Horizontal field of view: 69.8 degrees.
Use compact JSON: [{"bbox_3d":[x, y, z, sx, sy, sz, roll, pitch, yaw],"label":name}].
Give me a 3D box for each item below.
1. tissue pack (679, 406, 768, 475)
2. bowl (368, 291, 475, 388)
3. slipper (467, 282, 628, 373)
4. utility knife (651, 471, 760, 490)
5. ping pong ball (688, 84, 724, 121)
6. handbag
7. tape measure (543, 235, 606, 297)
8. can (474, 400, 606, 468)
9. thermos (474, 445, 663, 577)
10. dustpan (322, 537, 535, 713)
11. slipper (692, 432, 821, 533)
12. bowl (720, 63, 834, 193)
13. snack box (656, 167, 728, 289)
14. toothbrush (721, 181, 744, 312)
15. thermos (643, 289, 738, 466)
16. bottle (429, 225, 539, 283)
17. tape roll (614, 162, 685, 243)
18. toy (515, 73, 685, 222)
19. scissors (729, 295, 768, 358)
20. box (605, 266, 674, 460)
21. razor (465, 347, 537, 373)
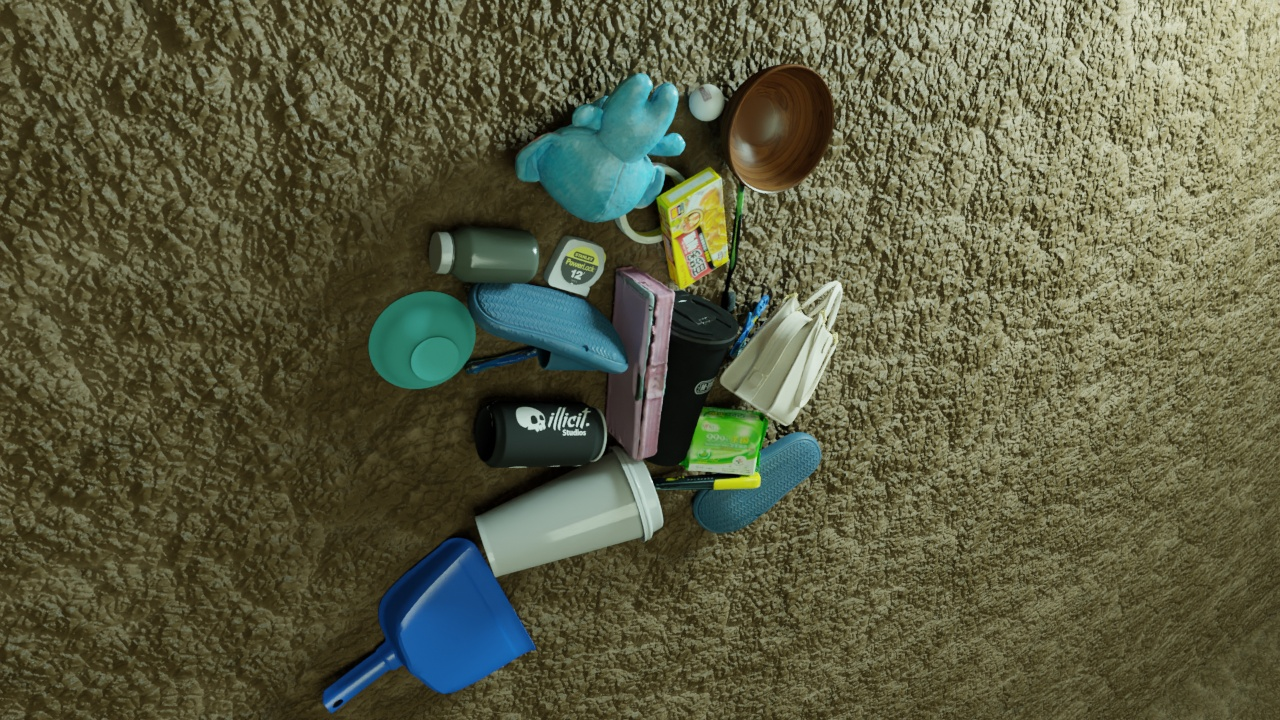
[{"bbox_3d":[0.115,0.113,1.281,0.114,0.034,0.100,4,119,-3],"label":"tissue pack"},{"bbox_3d":[-0.234,-0.011,1.015,0.121,0.046,0.121,-14,124,-23],"label":"bowl"},{"bbox_3d":[-0.106,-0.037,1.053,0.213,0.103,0.059,19,132,-33],"label":"slipper"},{"bbox_3d":[0.072,0.172,1.289,0.197,0.028,0.020,-2,107,-11],"label":"utility knife"},{"bbox_3d":[0.075,-0.291,1.035,0.040,0.040,0.040,-15,124,-23],"label":"ping pong ball"},{"bbox_3d":[0.205,-0.021,1.206,0.198,0.101,0.194,-56,161,2],"label":"handbag"},{"bbox_3d":[-0.074,-0.110,1.070,0.064,0.017,0.065,14,109,-36],"label":"tape measure"},{"bbox_3d":[-0.121,0.090,1.119,0.145,0.080,0.080,3,116,-32],"label":"can"},{"bbox_3d":[-0.094,0.201,1.182,0.221,0.131,0.132,-19,126,-11],"label":"thermos"},{"bbox_3d":[-0.292,0.380,1.205,0.257,0.059,0.246,-36,130,-21],"label":"dustpan"},{"bbox_3d":[0.167,0.173,1.357,0.214,0.059,0.104,-36,119,7],"label":"slipper"},{"bbox_3d":[0.146,-0.275,1.069,0.147,0.069,0.147,-15,123,-24],"label":"bowl"},{"bbox_3d":[0.064,-0.154,1.090,0.075,0.025,0.152,-32,149,-11],"label":"snack box"},{"bbox_3d":[0.121,-0.144,1.168,0.017,0.014,0.188,-19,126,-36],"label":"toothbrush"},{"bbox_3d":[0.049,0.028,1.177,0.105,0.106,0.219,-4,124,-29],"label":"thermos"},{"bbox_3d":[-0.168,-0.113,0.985,0.108,0.060,0.060,-1,117,-30],"label":"bottle"},{"bbox_3d":[0.013,-0.184,1.076,0.094,0.019,0.094,-15,124,-23],"label":"tape roll"},{"bbox_3d":[-0.035,-0.231,0.965,0.183,0.114,0.181,9,134,-34],"label":"toy"},{"bbox_3d":[0.136,-0.037,1.205,0.125,0.016,0.125,-50,162,-47],"label":"scissors"},{"bbox_3d":[-0.008,0.006,1.131,0.041,0.098,0.233,-15,126,-33],"label":"box"},{"bbox_3d":[-0.141,-0.005,1.092,0.140,0.018,0.044,-10,158,-24],"label":"razor"}]
